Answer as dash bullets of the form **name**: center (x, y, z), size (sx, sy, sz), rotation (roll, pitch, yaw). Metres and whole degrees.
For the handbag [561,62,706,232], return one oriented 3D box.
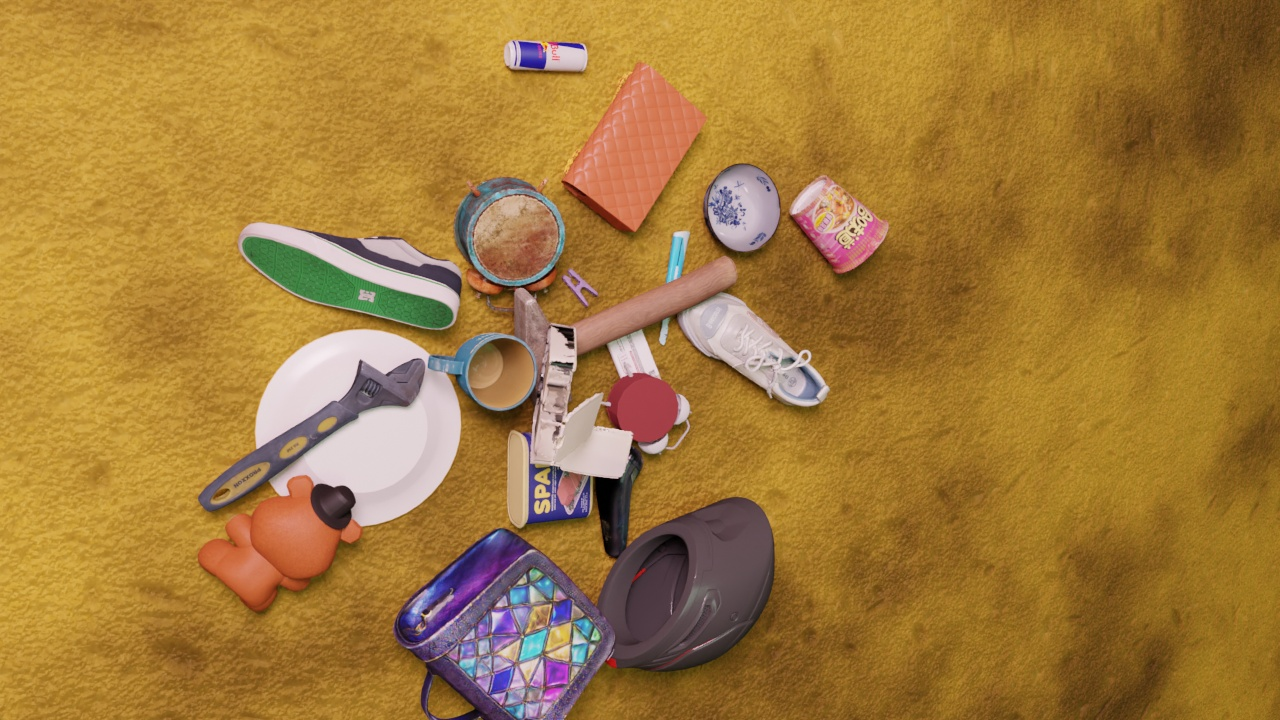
- **handbag**: center (-0.013, -0.260, 1.125), size (0.109, 0.060, 0.171), rotation (35, 84, -30)

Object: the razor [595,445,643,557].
- **razor**: center (-0.025, 0.179, 1.185), size (0.067, 0.054, 0.151), rotation (-11, 107, -42)

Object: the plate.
- **plate**: center (-0.315, 0.079, 1.043), size (0.229, 0.021, 0.230), rotation (-3, 98, -25)

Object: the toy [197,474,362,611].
- **toy**: center (-0.381, 0.196, 0.985), size (0.176, 0.096, 0.112), rotation (-32, 112, 12)

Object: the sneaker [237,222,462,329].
- **sneaker**: center (-0.310, -0.108, 1.002), size (0.235, 0.084, 0.078), rotation (18, 53, -19)

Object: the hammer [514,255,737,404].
- **hammer**: center (-0.010, -0.062, 1.127), size (0.300, 0.037, 0.158), rotation (-24, 128, -19)

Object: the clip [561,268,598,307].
- **clip**: center (-0.077, -0.091, 1.143), size (0.052, 0.013, 0.035), rotation (43, 76, -21)

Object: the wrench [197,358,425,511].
- **wrench**: center (-0.352, 0.075, 0.999), size (0.272, 0.022, 0.073), rotation (-37, 117, -18)

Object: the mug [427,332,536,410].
- **mug**: center (-0.187, 0.007, 1.051), size (0.112, 0.104, 0.084), rotation (6, 94, -24)

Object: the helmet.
- **helmet**: center (0.075, 0.293, 1.179), size (0.170, 0.164, 0.264), rotation (34, 91, -40)

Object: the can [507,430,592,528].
- **can**: center (-0.111, 0.142, 1.131), size (0.092, 0.057, 0.116), rotation (-2, 97, -27)

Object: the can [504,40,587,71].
- **can**: center (-0.111, -0.359, 1.081), size (0.095, 0.032, 0.032), rotation (-7, 99, -25)

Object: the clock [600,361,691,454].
- **clock**: center (0.010, 0.065, 1.172), size (0.124, 0.044, 0.087), rotation (39, 84, -23)

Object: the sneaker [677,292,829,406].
- **sneaker**: center (0.159, -0.015, 1.223), size (0.242, 0.091, 0.089), rotation (36, 81, -24)

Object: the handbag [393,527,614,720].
- **handbag**: center (-0.167, 0.339, 1.089), size (0.221, 0.126, 0.205), rotation (-46, 113, -17)

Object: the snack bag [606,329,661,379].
- **snack bag**: center (-0.007, 0.007, 1.187), size (0.057, 0.013, 0.158), rotation (-28, 108, -17)

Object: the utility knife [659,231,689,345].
- **utility knife**: center (0.042, -0.095, 1.200), size (0.022, 0.015, 0.151), rotation (5, 96, -27)

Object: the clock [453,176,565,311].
- **clock**: center (-0.152, -0.134, 1.070), size (0.121, 0.073, 0.158), rotation (-7, 115, -20)

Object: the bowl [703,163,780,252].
- **bowl**: center (0.125, -0.199, 1.209), size (0.114, 0.045, 0.114), rotation (-3, 97, -26)

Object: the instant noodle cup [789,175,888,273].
- **instant noodle cup**: center (0.266, -0.191, 1.257), size (0.108, 0.098, 0.097), rotation (40, 78, -16)

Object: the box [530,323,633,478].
- **box**: center (-0.059, 0.068, 1.002), size (0.106, 0.192, 0.144), rotation (8, 121, -9)
